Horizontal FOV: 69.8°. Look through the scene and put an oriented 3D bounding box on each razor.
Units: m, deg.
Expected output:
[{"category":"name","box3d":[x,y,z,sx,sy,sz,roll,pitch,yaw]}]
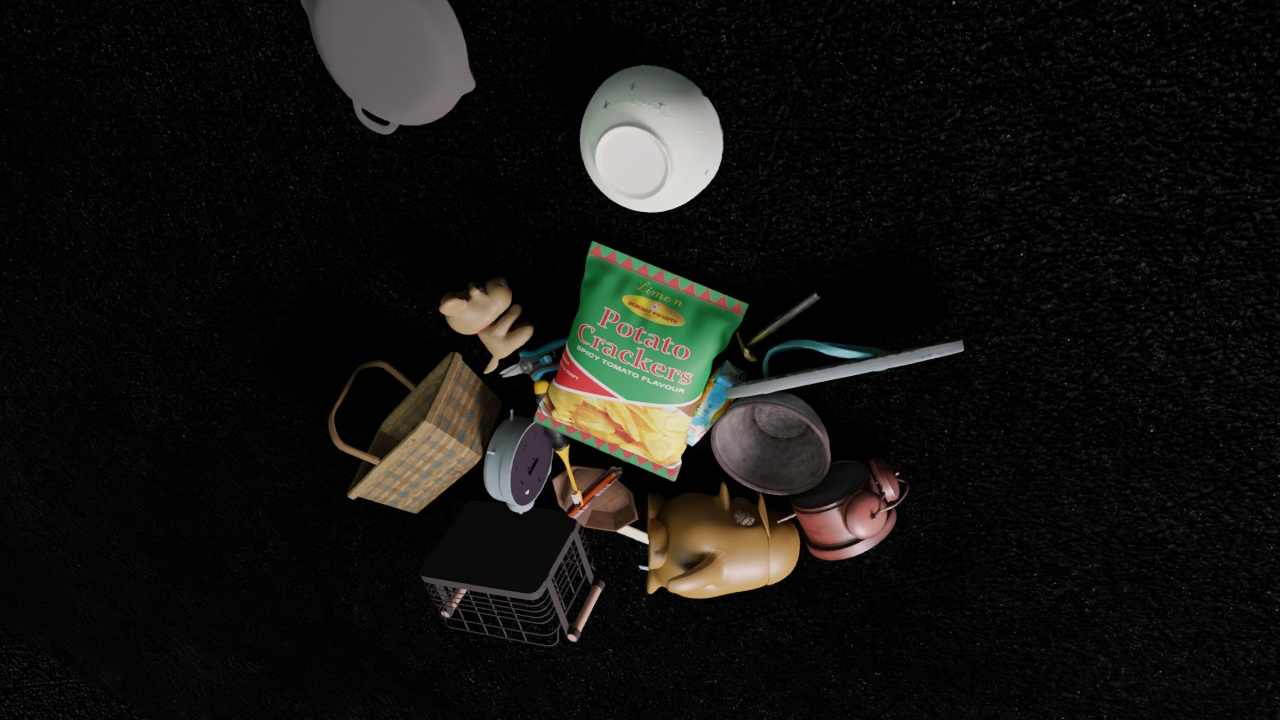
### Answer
[{"category":"razor","box3d":[0.157,-0.044,1.034,0.106,0.042,0.026,-37,119,16]}]

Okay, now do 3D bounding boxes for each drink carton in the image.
[{"category":"drink carton","box3d":[0.085,0.056,1.147,0.038,0.044,0.129,33,131,-3]}]

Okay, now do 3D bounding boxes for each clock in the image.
[{"category":"clock","box3d":[-0.166,0.146,1.279,0.045,0.122,0.159,12,143,20]},{"category":"clock","box3d":[0.256,0.176,1.119,0.158,0.120,0.072,-16,111,42]}]

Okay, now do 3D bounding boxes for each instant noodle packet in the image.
[{"category":"instant noodle packet","box3d":[-0.007,0.006,1.109,0.195,0.090,0.253,23,114,5]}]

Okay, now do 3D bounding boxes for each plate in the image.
[{"category":"plate","box3d":[-0.062,0.193,1.331,0.131,0.025,0.131,12,130,15]}]

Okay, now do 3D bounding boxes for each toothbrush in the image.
[{"category":"toothbrush","box3d":[-0.110,0.115,1.268,0.031,0.030,0.197,-8,110,24]}]

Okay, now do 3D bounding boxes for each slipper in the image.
[{"category":"slipper","box3d":[0.220,-0.005,1.023,0.269,0.098,0.054,-12,87,29]}]

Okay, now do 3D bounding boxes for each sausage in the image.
[{"category":"sausage","box3d":[-0.067,0.186,1.296,0.020,0.020,0.156,37,132,-7]}]

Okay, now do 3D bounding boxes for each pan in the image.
[{"category":"pan","box3d":[-0.262,-0.388,0.963,0.216,0.024,0.356,27,132,2]}]

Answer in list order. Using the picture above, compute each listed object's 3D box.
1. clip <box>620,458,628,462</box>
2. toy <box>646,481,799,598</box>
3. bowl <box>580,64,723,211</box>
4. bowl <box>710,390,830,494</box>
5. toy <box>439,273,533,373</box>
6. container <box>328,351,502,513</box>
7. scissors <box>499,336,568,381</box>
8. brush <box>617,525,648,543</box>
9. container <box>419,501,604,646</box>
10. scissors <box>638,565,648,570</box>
[{"category":"clip","box3d":[-0.024,0.117,1.249,0.047,0.039,0.053,29,134,-10]},{"category":"toy","box3d":[0.111,0.238,1.219,0.203,0.198,0.163,1,111,0]},{"category":"bowl","box3d":[0.003,-0.218,0.949,0.153,0.072,0.154,12,129,15]},{"category":"bowl","box3d":[0.165,0.089,1.121,0.145,0.067,0.145,12,130,15]},{"category":"toy","box3d":[-0.193,-0.054,1.154,0.105,0.134,0.108,-46,103,-2]},{"category":"container","box3d":[-0.336,0.092,1.291,0.186,0.157,0.251,35,133,-20]},{"category":"scissors","box3d":[-0.131,-0.006,1.210,0.129,0.019,0.138,27,125,13]},{"category":"brush","box3d":[0.046,0.280,1.363,0.218,0.012,0.033,21,132,10]},{"category":"container","box3d":[-0.196,0.326,1.398,0.242,0.162,0.130,3,127,24]},{"category":"scissors","box3d":[0.059,0.326,1.391,0.139,0.015,0.063,9,152,30]}]
